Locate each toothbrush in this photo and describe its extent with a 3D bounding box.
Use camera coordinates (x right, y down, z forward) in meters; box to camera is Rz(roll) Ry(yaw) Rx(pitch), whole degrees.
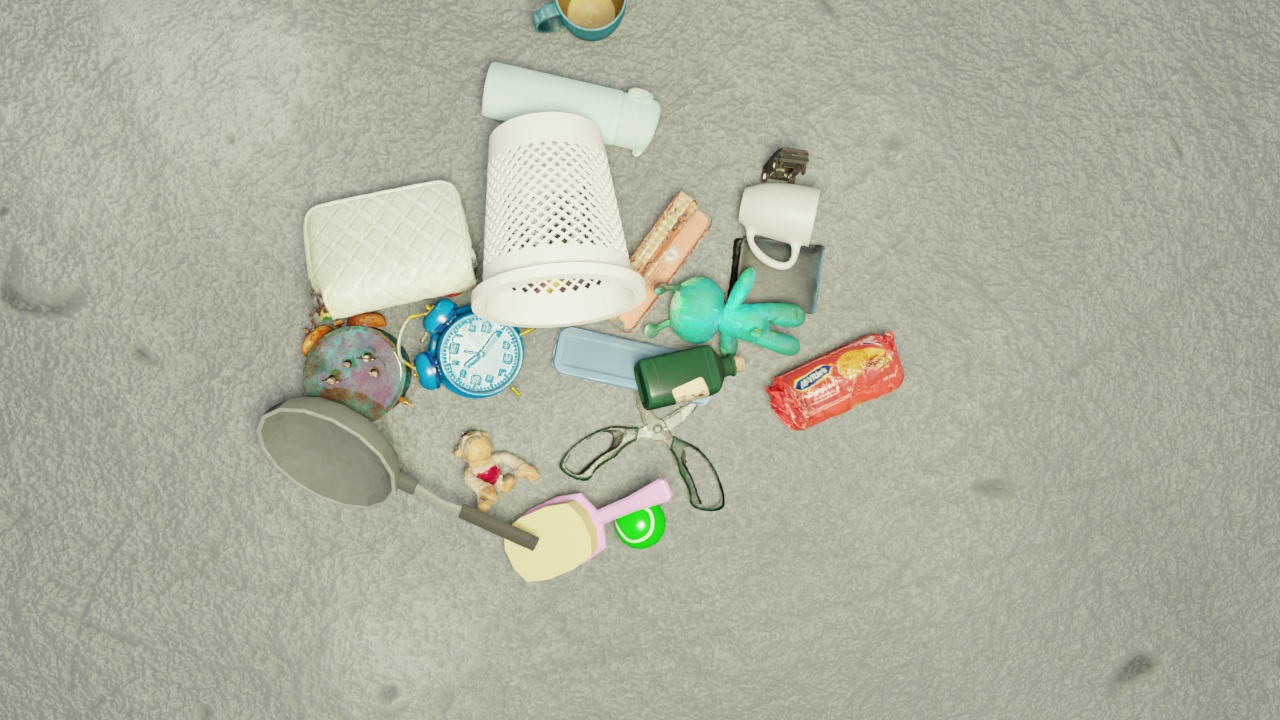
[{"bbox_3d":[-0.088,-0.111,1.146,0.135,0.016,0.021,-40,100,4],"label":"toothbrush"}]

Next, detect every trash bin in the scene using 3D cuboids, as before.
[{"bbox_3d":[-0.100,-0.160,1.048,0.195,0.196,0.199,-5,77,-3],"label":"trash bin"}]

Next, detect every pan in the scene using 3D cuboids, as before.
[{"bbox_3d":[-0.286,0.144,1.102,0.357,0.041,0.179,25,137,-3],"label":"pan"}]

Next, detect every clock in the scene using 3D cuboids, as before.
[{"bbox_3d":[-0.214,-0.012,1.112,0.161,0.060,0.117,10,94,-19],"label":"clock"},{"bbox_3d":[-0.348,0.000,1.112,0.121,0.073,0.157,-21,97,-1],"label":"clock"}]

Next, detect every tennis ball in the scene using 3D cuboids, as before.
[{"bbox_3d":[0.000,0.206,1.164,0.065,0.065,0.065,0,97,-4],"label":"tennis ball"}]

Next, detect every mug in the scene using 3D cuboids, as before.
[{"bbox_3d":[0.165,-0.165,1.121,0.089,0.071,0.107,12,82,9],"label":"mug"},{"bbox_3d":[-0.072,-0.409,1.065,0.112,0.104,0.084,-20,98,1],"label":"mug"}]

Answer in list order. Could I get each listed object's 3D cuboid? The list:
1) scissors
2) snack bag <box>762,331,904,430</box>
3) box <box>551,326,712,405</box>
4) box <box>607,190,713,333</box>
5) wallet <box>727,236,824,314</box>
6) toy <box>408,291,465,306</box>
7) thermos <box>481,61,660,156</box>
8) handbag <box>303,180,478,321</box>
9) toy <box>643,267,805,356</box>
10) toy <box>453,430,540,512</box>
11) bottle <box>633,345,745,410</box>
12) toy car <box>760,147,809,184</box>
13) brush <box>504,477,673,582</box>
[{"bbox_3d":[0.013,0.132,1.178,0.201,0.015,0.202,-33,93,-2],"label":"scissors"},{"bbox_3d":[0.248,0.029,1.154,0.176,0.082,0.082,-25,98,0],"label":"snack bag"},{"bbox_3d":[-0.007,0.007,1.162,0.209,0.037,0.065,13,83,-7],"label":"box"},{"bbox_3d":[0.018,-0.119,1.139,0.048,0.085,0.187,39,96,30],"label":"box"},{"bbox_3d":[0.172,-0.107,1.158,0.115,0.026,0.089,5,95,-5],"label":"wallet"},{"bbox_3d":[-0.269,-0.092,1.127,0.111,0.030,0.049,-10,69,0],"label":"toy"},{"bbox_3d":[-0.081,-0.302,1.096,0.207,0.065,0.078,11,123,-5],"label":"thermos"},{"bbox_3d":[-0.294,-0.127,1.090,0.195,0.072,0.138,-12,71,-2],"label":"handbag"},{"bbox_3d":[0.104,-0.051,1.127,0.193,0.072,0.131,12,118,9],"label":"toy"},{"bbox_3d":[-0.188,0.127,1.146,0.085,0.074,0.106,-28,76,-31],"label":"toy"},{"bbox_3d":[0.063,0.017,1.122,0.131,0.061,0.061,-13,82,-11],"label":"bottle"},{"bbox_3d":[0.175,-0.238,1.110,0.040,0.092,0.037,6,86,-6],"label":"toy car"},{"bbox_3d":[-0.066,0.201,1.128,0.229,0.043,0.089,-26,88,22],"label":"brush"}]
